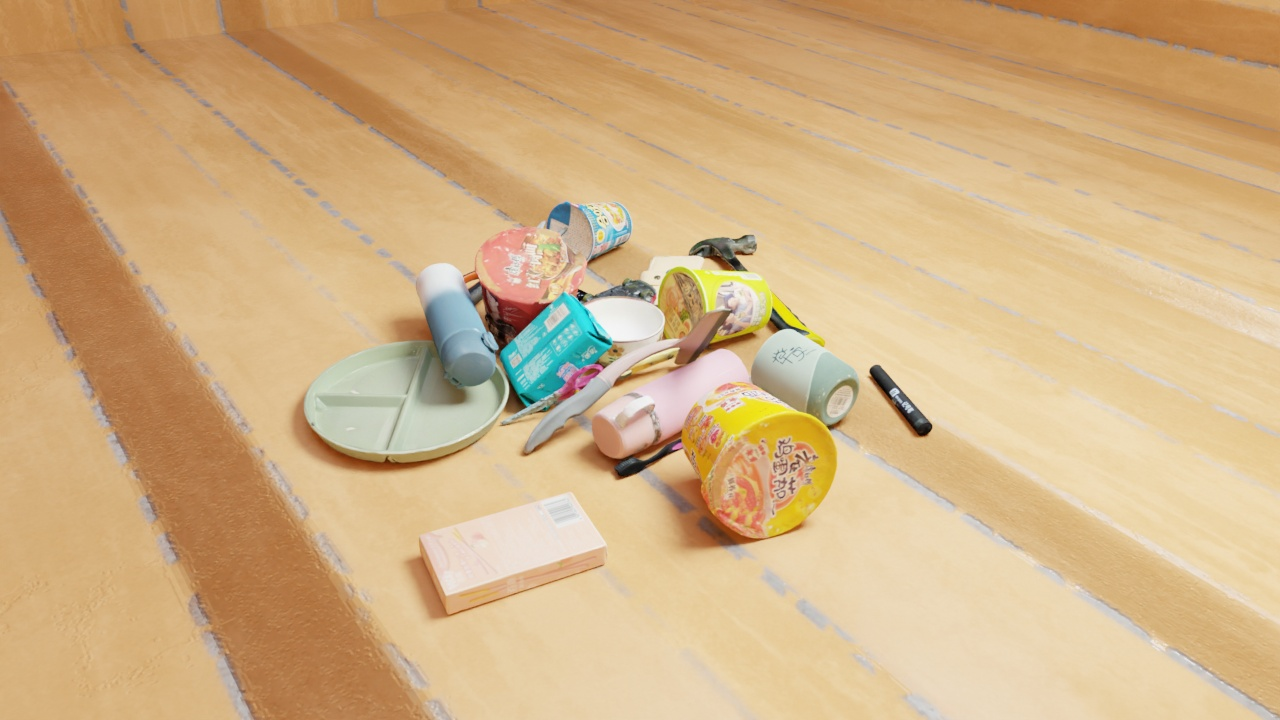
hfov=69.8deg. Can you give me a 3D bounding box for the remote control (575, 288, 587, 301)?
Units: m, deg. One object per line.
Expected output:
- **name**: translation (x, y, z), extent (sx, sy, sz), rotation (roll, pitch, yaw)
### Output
- **remote control**: translation (-0.124, -0.093, 1.289), extent (0.136, 0.024, 0.053), rotation (24, 42, 33)

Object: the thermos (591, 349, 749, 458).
- **thermos**: translation (0.038, 0.043, 1.032), extent (0.198, 0.087, 0.067), rotation (-23, 67, -37)

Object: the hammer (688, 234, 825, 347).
- **hammer**: translation (0.166, -0.101, 1.320), extent (0.126, 0.032, 0.323), rotation (-8, 34, -17)

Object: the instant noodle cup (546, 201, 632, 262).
- **instant noodle cup**: translation (-0.071, -0.202, 1.409), extent (0.099, 0.099, 0.109), rotation (26, 31, 32)

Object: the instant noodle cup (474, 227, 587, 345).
- **instant noodle cup**: translation (-0.144, -0.086, 1.174), extent (0.138, 0.109, 0.137), rotation (5, 49, -6)

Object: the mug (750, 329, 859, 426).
- **mug**: translation (0.186, 0.032, 1.076), extent (0.111, 0.082, 0.106), rotation (-43, 48, -10)

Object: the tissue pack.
- **tissue pack**: translation (-0.104, -0.008, 1.084), extent (0.133, 0.050, 0.093), rotation (-42, 42, 8)

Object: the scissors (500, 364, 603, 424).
- **scissors**: translation (-0.100, 0.043, 1.050), extent (0.133, 0.056, 0.017), rotation (-25, 55, -6)

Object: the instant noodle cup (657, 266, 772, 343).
- **instant noodle cup**: translation (0.104, -0.072, 1.209), extent (0.123, 0.112, 0.111), rotation (-7, 33, -31)

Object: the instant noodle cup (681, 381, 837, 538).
- **instant noodle cup**: translation (0.111, 0.091, 0.925), extent (0.138, 0.138, 0.110), rotation (-10, 26, -19)

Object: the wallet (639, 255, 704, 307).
- **wallet**: translation (0.039, -0.113, 1.319), extent (0.087, 0.024, 0.114), rotation (2, 44, 16)

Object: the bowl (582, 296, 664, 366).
- **bowl**: translation (-0.027, -0.029, 1.161), extent (0.113, 0.062, 0.113), rotation (1, 34, -1)

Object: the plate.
- **plate**: translation (-0.267, 0.045, 1.057), extent (0.230, 0.028, 0.229), rotation (2, 33, -2)

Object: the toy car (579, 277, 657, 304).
- **toy car**: translation (-0.033, -0.074, 1.247), extent (0.120, 0.045, 0.053), rotation (-26, 44, -29)

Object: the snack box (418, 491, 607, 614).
- **snack box**: translation (-0.119, 0.177, 0.861), extent (0.157, 0.026, 0.084), rotation (-13, 36, -24)

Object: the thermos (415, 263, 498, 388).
- **thermos**: translation (-0.224, -0.045, 1.117), extent (0.070, 0.070, 0.220), rotation (-9, 34, -19)

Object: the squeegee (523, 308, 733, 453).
- **squeegee**: translation (-0.030, 0.025, 1.028), extent (0.249, 0.248, 0.040), rotation (-32, 83, -13)

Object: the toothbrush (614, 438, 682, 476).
- **toothbrush**: translation (0.047, 0.090, 1.025), extent (0.188, 0.014, 0.018), rotation (-21, 30, -33)

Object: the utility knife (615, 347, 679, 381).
- **utility knife**: translation (-0.007, 0.007, 1.125), extent (0.166, 0.031, 0.018), rotation (-25, 77, -21)

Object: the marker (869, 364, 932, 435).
- **marker**: translation (0.314, 0.047, 1.112), extent (0.022, 0.020, 0.132), rotation (22, 23, -26)

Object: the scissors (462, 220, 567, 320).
- **scissors**: translation (-0.170, -0.123, 1.298), extent (0.228, 0.022, 0.190), rotation (-25, 50, -21)
